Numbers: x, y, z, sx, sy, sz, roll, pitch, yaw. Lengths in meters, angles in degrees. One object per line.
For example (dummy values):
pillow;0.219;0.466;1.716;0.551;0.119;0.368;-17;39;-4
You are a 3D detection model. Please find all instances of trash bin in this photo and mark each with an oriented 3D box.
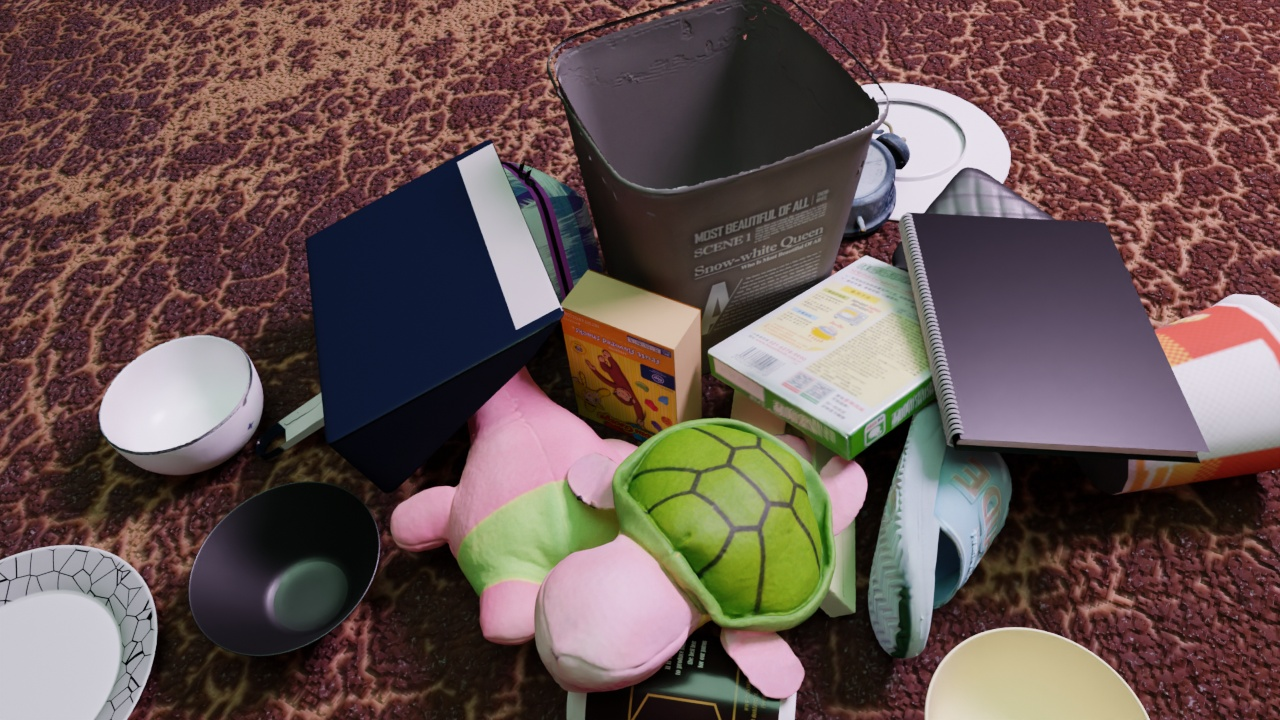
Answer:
trash bin;0.054;-0.123;0.704;0.197;0.220;0.197;-20;53;-11

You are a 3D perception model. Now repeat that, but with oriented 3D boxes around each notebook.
notebook;0.259;-0.024;0.604;0.149;0.016;0.206;3;48;0

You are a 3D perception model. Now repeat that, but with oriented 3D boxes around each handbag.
handbag;0.277;-0.054;0.730;0.125;0.115;0.153;-44;71;-8
handbag;-0.107;-0.102;0.768;0.067;0.145;0.170;-25;27;-25

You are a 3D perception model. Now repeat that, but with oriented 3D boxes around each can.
can;0.026;0.199;0.546;0.129;0.072;0.071;5;52;9

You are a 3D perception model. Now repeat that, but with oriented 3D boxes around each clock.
clock;0.191;-0.169;0.829;0.090;0.052;0.129;16;65;18

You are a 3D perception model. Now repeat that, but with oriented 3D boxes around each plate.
plate;-0.412;0.211;0.606;0.188;0.016;0.188;-2;51;3
plate;0.251;-0.212;0.891;0.208;0.015;0.208;-2;51;3

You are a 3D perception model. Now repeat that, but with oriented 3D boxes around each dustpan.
dustpan;-0.189;-0.015;0.683;0.273;0.080;0.236;-28;46;2

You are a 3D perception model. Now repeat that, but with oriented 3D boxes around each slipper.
slipper;0.207;0.081;0.609;0.074;0.104;0.244;14;49;19

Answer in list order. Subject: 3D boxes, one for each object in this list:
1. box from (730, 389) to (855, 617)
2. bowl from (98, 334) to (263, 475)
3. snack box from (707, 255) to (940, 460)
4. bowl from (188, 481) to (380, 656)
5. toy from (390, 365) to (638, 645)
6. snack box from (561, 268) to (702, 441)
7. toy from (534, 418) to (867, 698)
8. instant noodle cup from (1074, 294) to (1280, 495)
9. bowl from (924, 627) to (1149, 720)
box;0.115;0.085;0.649;0.083;0.092;0.187;28;51;-18
bowl;-0.343;0.042;0.705;0.113;0.063;0.113;-4;50;4
snack box;0.152;-0.010;0.639;0.167;0.027;0.132;-30;40;-25
bowl;-0.230;0.148;0.618;0.124;0.053;0.123;-2;51;3
toy;-0.076;0.082;0.631;0.191;0.097;0.236;-10;49;-20
snack box;-0.004;0.004;0.668;0.088;0.126;0.040;21;56;20
toy;0.035;0.105;0.533;0.237;0.088;0.190;-27;62;-32
instant noodle cup;0.367;0.031;0.629;0.121;0.123;0.123;-16;52;2
bowl;0.213;0.220;0.512;0.118;0.074;0.117;-2;51;3
